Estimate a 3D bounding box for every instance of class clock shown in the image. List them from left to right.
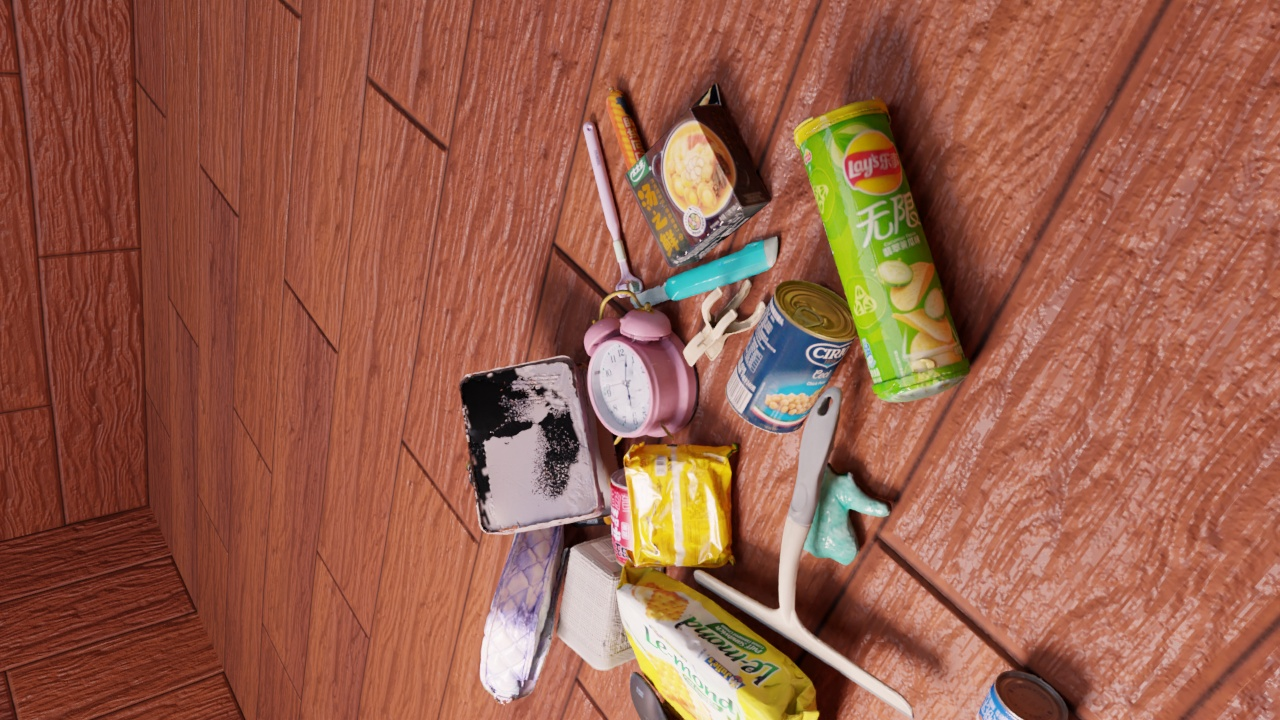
[{"bbox_3d":[-0.006,0.005,0.938,0.117,0.059,0.158,-12,89,50],"label":"clock"}]

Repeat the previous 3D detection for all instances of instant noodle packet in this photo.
[{"bbox_3d":[0.040,0.140,0.898,0.044,0.111,0.128,-79,-12,-74],"label":"instant noodle packet"}]

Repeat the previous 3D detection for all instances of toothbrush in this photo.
[{"bbox_3d":[-0.033,-0.159,0.959,0.021,0.029,0.189,96,160,-86],"label":"toothbrush"},{"bbox_3d":[0.088,0.411,0.967,0.190,0.016,0.016,22,115,46],"label":"toothbrush"}]

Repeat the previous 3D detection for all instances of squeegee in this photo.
[{"bbox_3d":[0.137,0.140,0.772,0.247,0.039,0.247,24,115,43],"label":"squeegee"}]

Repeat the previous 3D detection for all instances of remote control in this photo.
[{"bbox_3d":[0.015,0.392,1.002,0.053,0.024,0.136,29,147,49],"label":"remote control"}]

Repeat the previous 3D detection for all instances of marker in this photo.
[{"bbox_3d":[-0.046,0.184,1.070,0.124,0.015,0.018,-20,83,52],"label":"marker"}]

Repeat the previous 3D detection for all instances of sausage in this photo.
[{"bbox_3d":[-0.004,-0.198,0.911,0.022,0.021,0.165,-28,78,50],"label":"sausage"}]

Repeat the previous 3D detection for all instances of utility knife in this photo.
[{"bbox_3d":[0.057,-0.079,0.876,0.208,0.013,0.029,-16,90,48],"label":"utility knife"}]

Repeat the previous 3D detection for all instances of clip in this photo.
[{"bbox_3d":[0.063,-0.030,0.839,0.105,0.083,0.034,-43,66,35],"label":"clip"}]

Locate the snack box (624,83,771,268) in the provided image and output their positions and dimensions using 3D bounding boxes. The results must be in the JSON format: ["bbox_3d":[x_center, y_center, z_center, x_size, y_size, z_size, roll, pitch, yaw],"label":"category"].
[{"bbox_3d":[0.047,-0.168,0.841,0.114,0.053,0.125,-37,77,48],"label":"snack box"}]

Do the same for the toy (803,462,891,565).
[{"bbox_3d":[0.170,0.133,0.785,0.097,0.030,0.092,13,112,44],"label":"toy"}]

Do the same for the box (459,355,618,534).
[{"bbox_3d":[-0.102,0.097,1.043,0.178,0.153,0.182,73,-173,-79],"label":"box"}]

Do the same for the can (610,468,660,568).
[{"bbox_3d":[0.002,0.165,0.966,0.067,0.066,0.094,15,111,48],"label":"can"}]

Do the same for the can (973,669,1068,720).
[{"bbox_3d":[0.269,0.301,0.691,0.053,0.053,0.135,37,126,39],"label":"can"}]

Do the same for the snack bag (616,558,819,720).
[{"bbox_3d":[0.076,0.305,0.886,0.247,0.068,0.158,30,144,41],"label":"snack bag"}]

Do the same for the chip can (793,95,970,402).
[{"bbox_3d":[0.179,-0.079,0.683,0.073,0.072,0.221,-23,82,51],"label":"chip can"}]

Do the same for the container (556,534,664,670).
[{"bbox_3d":[-0.031,0.261,1.017,0.090,0.090,0.114,26,116,44],"label":"container"}]

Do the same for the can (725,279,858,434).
[{"bbox_3d":[0.125,-0.001,0.767,0.075,0.075,0.111,49,134,30],"label":"can"}]

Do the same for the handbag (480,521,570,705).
[{"bbox_3d":[-0.131,0.281,1.072,0.193,0.075,0.134,-78,1,-60],"label":"handbag"}]

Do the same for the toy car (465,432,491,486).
[{"bbox_3d":[-0.195,0.120,1.218,0.056,0.037,0.122,32,110,38],"label":"toy car"}]
